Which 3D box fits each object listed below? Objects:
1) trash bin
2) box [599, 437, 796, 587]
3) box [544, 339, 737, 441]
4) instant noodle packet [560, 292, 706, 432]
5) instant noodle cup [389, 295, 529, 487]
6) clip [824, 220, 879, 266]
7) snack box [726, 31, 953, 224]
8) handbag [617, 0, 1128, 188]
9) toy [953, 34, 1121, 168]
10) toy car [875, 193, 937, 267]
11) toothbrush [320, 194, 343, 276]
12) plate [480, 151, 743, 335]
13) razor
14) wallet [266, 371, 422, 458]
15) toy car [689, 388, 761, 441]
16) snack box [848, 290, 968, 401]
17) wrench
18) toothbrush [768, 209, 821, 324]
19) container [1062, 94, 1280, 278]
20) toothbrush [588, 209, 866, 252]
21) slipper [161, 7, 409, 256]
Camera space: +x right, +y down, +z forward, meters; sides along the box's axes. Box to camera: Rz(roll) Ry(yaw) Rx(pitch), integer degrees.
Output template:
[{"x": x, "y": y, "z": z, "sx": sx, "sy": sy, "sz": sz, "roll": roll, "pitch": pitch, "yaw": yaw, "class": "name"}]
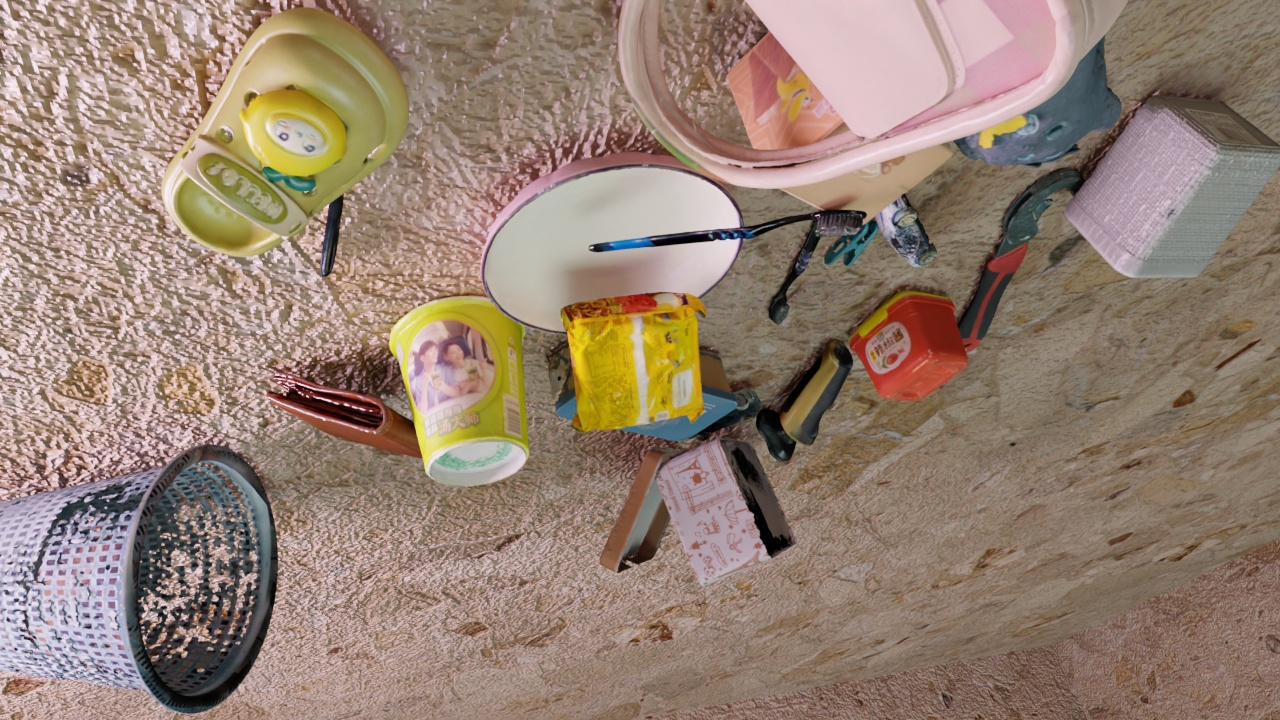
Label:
[{"x": -0.464, "y": 0.190, "z": 0.805, "sx": 0.195, "sy": 0.226, "sz": 0.227, "roll": -3, "pitch": 151, "yaw": 6, "class": "trash bin"}, {"x": 0.043, "y": 0.166, "z": 0.967, "sx": 0.178, "sy": 0.152, "sz": 0.182, "roll": -28, "pitch": 166, "yaw": 13, "class": "box"}, {"x": 0.007, "y": 0.022, "z": 0.843, "sx": 0.184, "sy": 0.061, "sz": 0.090, "roll": 16, "pitch": 139, "yaw": -39, "class": "box"}, {"x": -0.004, "y": 0.004, "z": 0.721, "sx": 0.111, "sy": 0.044, "sz": 0.129, "roll": -5, "pitch": 133, "yaw": -3, "class": "instant noodle packet"}, {"x": -0.138, "y": 0.030, "z": 0.731, "sx": 0.111, "sy": 0.123, "sz": 0.112, "roll": -11, "pitch": 150, "yaw": -6, "class": "instant noodle cup"}, {"x": 0.177, "y": -0.097, "z": 0.760, "sx": 0.040, "sy": 0.014, "sz": 0.056, "roll": 2, "pitch": 148, "yaw": -28, "class": "clip"}, {"x": 0.121, "y": -0.151, "z": 0.562, "sx": 0.092, "sy": 0.094, "sz": 0.077, "roll": 16, "pitch": 139, "yaw": -41, "class": "snack box"}, {"x": 0.082, "y": -0.175, "z": 0.444, "sx": 0.193, "sy": 0.093, "sz": 0.235, "roll": 48, "pitch": 139, "yaw": -10, "class": "handbag"}, {"x": 0.228, "y": -0.188, "z": 0.531, "sx": 0.138, "sy": 0.091, "sz": 0.356, "roll": -52, "pitch": 149, "yaw": 4, "class": "toy"}, {"x": 0.201, "y": -0.110, "z": 0.713, "sx": 0.031, "sy": 0.049, "sz": 0.105, "roll": -27, "pitch": 147, "yaw": 18, "class": "toy car"}, {"x": -0.189, "y": -0.108, "z": 0.581, "sx": 0.018, "sy": 0.015, "sz": 0.182, "roll": 26, "pitch": 140, "yaw": -8, "class": "toothbrush"}, {"x": -0.022, "y": -0.086, "z": 0.667, "sx": 0.192, "sy": 0.039, "sz": 0.193, "roll": -10, "pitch": 150, "yaw": -6, "class": "plate"}, {"x": 0.172, "y": 0.040, "z": 0.960, "sx": 0.067, "sy": 0.062, "sz": 0.168, "roll": 23, "pitch": 138, "yaw": -1, "class": "razor"}, {"x": -0.233, "y": 0.050, "z": 0.763, "sx": 0.125, "sy": 0.032, "sz": 0.101, "roll": 12, "pitch": 161, "yaw": 21, "class": "wallet"}, {"x": 0.081, "y": 0.054, "z": 0.953, "sx": 0.091, "sy": 0.034, "sz": 0.043, "roll": -22, "pitch": 147, "yaw": 12, "class": "toy car"}, {"x": 0.258, "y": -0.011, "z": 0.872, "sx": 0.082, "sy": 0.080, "sz": 0.091, "roll": 5, "pitch": 145, "yaw": -31, "class": "snack box"}, {"x": 0.337, "y": -0.079, "z": 0.856, "sx": 0.056, "sy": 0.016, "sz": 0.274, "roll": -10, "pitch": 149, "yaw": -7, "class": "wrench"}, {"x": 0.138, "y": -0.088, "z": 0.757, "sx": 0.014, "sy": 0.016, "sz": 0.189, "roll": -5, "pitch": 147, "yaw": -16, "class": "toothbrush"}, {"x": 0.411, "y": -0.135, "z": 0.709, "sx": 0.090, "sy": 0.090, "sz": 0.115, "roll": -2, "pitch": 136, "yaw": -22, "class": "container"}, {"x": 0.050, "y": -0.080, "z": 0.591, "sx": 0.190, "sy": 0.016, "sz": 0.014, "roll": -3, "pitch": 164, "yaw": 25, "class": "toothbrush"}, {"x": -0.204, "y": -0.104, "z": 0.506, "sx": 0.191, "sy": 0.081, "sz": 0.091, "roll": -31, "pitch": 129, "yaw": 34, "class": "slipper"}]
